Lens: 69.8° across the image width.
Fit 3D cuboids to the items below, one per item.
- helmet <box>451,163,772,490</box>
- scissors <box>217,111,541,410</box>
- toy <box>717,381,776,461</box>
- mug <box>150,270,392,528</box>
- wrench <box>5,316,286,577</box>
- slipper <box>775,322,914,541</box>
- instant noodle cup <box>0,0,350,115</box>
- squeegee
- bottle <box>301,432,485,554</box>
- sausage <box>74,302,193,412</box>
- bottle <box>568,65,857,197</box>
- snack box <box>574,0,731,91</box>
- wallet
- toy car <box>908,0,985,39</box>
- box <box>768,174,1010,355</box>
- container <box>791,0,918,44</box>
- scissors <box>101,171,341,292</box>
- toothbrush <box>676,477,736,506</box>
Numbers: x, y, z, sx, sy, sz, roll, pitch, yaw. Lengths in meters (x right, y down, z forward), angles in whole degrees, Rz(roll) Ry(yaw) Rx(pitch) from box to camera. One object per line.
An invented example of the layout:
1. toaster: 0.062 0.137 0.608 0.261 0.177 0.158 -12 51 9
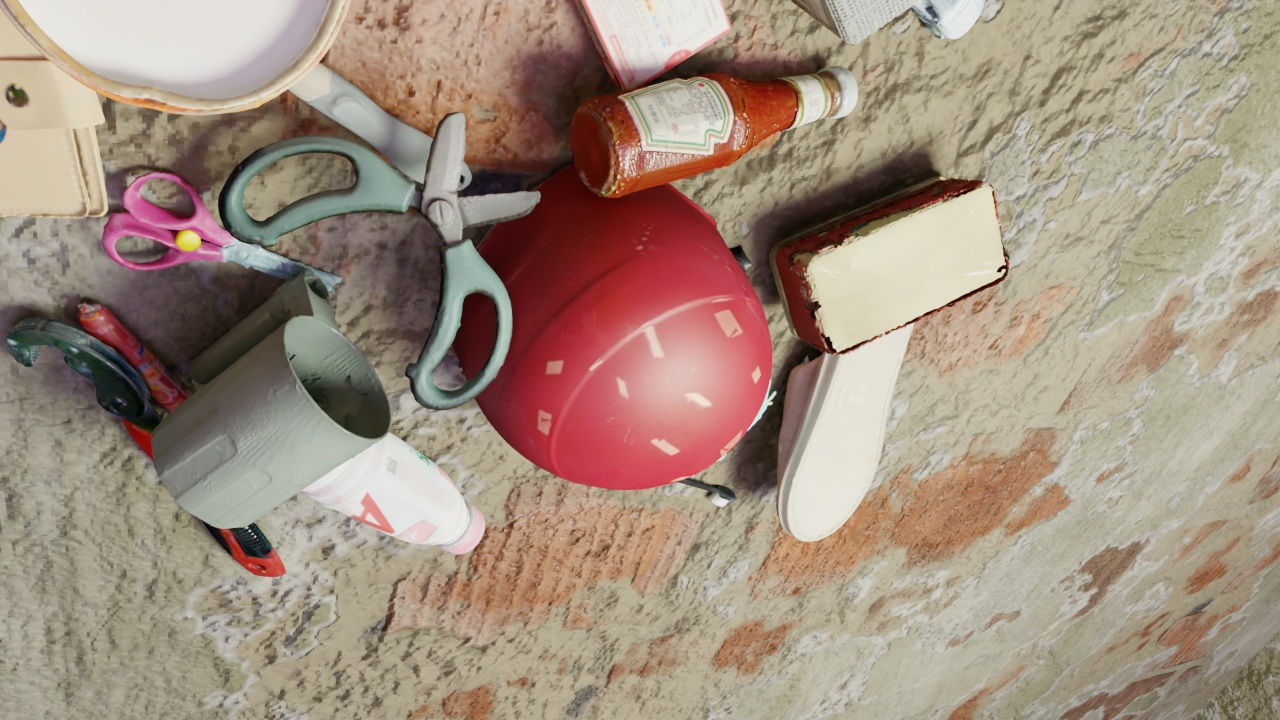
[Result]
1. helmet: -0.004 0.004 0.604 0.240 0.144 0.207 37 103 -30
2. scissors: -0.143 -0.053 0.507 0.170 0.019 0.174 4 109 -6
3. toy: 0.044 0.019 0.735 0.156 0.049 0.162 -3 124 -16
4. mug: -0.216 0.021 0.532 0.103 0.124 0.083 -34 147 11
5. wrench: -0.301 0.070 0.595 0.056 0.016 0.274 -4 137 12
6. slipper: 0.176 0.039 0.821 0.114 0.054 0.275 -4 117 -31
7. instant noodle cup: -0.181 -0.169 0.353 0.151 0.111 0.152 -14 126 -21
8. squeegee: -0.176 -0.149 0.473 0.247 0.039 0.246 -45 135 12
9. bottle: -0.182 0.089 0.655 0.068 0.068 0.197 -38 138 4
10. sausage: -0.290 0.018 0.564 0.020 0.020 0.156 -29 136 -5
11. bottle: 0.054 -0.152 0.576 0.205 0.060 0.060 -21 136 -29
12. snack box: -0.009 -0.232 0.505 0.077 0.027 0.156 -32 136 -1
13. wallet: -0.293 -0.121 0.416 0.087 0.024 0.115 0 116 -10
14. toy car: 0.197 -0.246 0.607 0.090 0.034 0.043 21 111 -41
15. box: 0.194 -0.075 0.699 0.168 0.079 0.091 -24 109 -11
16. container: 0.136 -0.256 0.525 0.114 0.090 0.090 -37 135 7
17. scissors: -0.232 -0.067 0.530 0.135 0.017 0.063 16 109 -43
18. toothbrush: 0.025 0.105 0.822 0.018 0.015 0.181 -43 136 22
